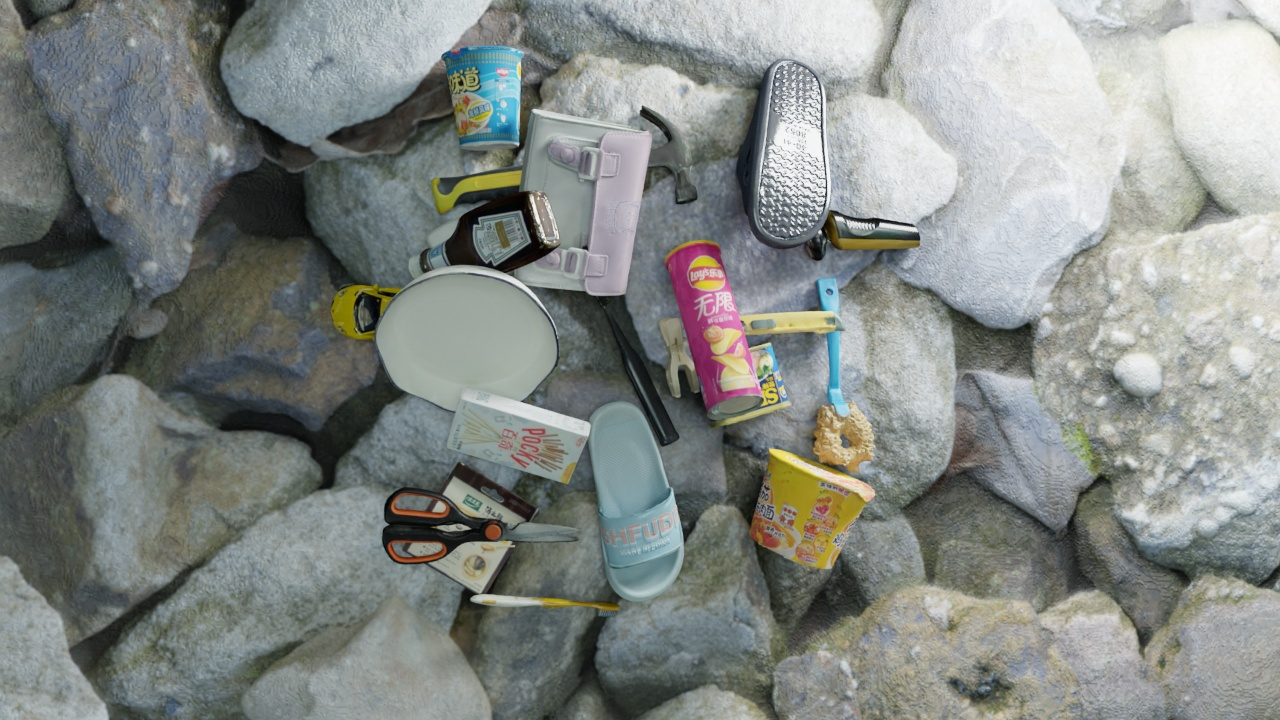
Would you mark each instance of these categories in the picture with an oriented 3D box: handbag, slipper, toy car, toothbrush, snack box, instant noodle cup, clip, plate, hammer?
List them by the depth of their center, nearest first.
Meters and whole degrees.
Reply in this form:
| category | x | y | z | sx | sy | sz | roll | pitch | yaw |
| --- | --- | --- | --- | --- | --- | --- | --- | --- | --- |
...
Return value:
| category | x | y | z | sx | sy | sz | roll | pitch | yaw |
| --- | --- | --- | --- | --- | --- | --- | --- | --- | --- |
| plate | -0.197 | -0.026 | 1.055 | 0.205 | 0.045 | 0.205 | -3 | 131 | -4 |
| handbag | -0.070 | -0.183 | 1.079 | 0.145 | 0.098 | 0.197 | 4 | 109 | -16 |
| toy car | -0.290 | -0.055 | 1.091 | 0.156 | 0.041 | 0.071 | 4 | 94 | -5 |
| instant noodle cup | -0.185 | -0.309 | 1.095 | 0.099 | 0.099 | 0.110 | -4 | 98 | -9 |
| snack box | -0.202 | 0.199 | 1.095 | 0.113 | 0.053 | 0.125 | 32 | 84 | -6 |
| snack box | -0.147 | 0.090 | 1.098 | 0.156 | 0.026 | 0.085 | 18 | 126 | -8 |
| toothbrush | -0.113 | 0.295 | 1.104 | 0.191 | 0.016 | 0.018 | 10 | 97 | -24 |
| slipper | -0.006 | 0.170 | 1.116 | 0.104 | 0.074 | 0.245 | -12 | 89 | -10 |
| instant noodle cup | 0.202 | 0.183 | 1.122 | 0.138 | 0.138 | 0.110 | 20 | 93 | -8 |
| hammer | -0.095 | -0.234 | 1.134 | 0.323 | 0.032 | 0.126 | -11 | 90 | -8 |
| toothbrush | -0.007 | 0.007 | 1.143 | 0.026 | 0.027 | 0.212 | -28 | 94 | -46 |
| clip | 0.047 | -0.005 | 1.144 | 0.034 | 0.071 | 0.100 | -12 | 94 | -9 |
| slipper | 0.178 | -0.251 | 1.160 | 0.110 | 0.083 | 0.267 | 14 | 69 | -16 |

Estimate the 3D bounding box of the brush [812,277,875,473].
| category | x | y | z | sx | sy | sz | roll | pitch | yaw |
| --- | --- | --- | --- | --- | --- | --- | --- | --- | --- |
| brush | 0.252 | 0.018 | 1.177 | 0.083 | 0.046 | 0.254 | -4 | 84 | -8 |

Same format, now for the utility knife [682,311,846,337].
| category | x | y | z | sx | sy | sz | roll | pitch | yaw |
| --- | --- | --- | --- | --- | --- | --- | --- | --- | --- |
| utility knife | 0.155 | -0.044 | 1.168 | 0.211 | 0.022 | 0.031 | -4 | 77 | 5 |

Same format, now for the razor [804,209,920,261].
| category | x | y | z | sx | sy | sz | roll | pitch | yaw |
| --- | --- | --- | --- | --- | --- | --- | --- | --- | --- |
| razor | 0.284 | -0.159 | 1.184 | 0.167 | 0.062 | 0.068 | 0 | 119 | -14 |

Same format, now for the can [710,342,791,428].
| category | x | y | z | sx | sy | sz | roll | pitch | yaw |
| --- | --- | --- | --- | --- | --- | --- | --- | --- | --- |
| can | 0.127 | 0.031 | 1.149 | 0.102 | 0.057 | 0.083 | -16 | 89 | -9 |

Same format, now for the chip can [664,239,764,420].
| category | x | y | z | sx | sy | sz | roll | pitch | yaw |
| --- | --- | --- | --- | --- | --- | --- | --- | --- | --- |
| chip can | 0.087 | -0.038 | 1.096 | 0.071 | 0.071 | 0.210 | -10 | 66 | -9 |

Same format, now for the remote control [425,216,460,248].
| category | x | y | z | sx | sy | sz | roll | pitch | yaw |
| --- | --- | --- | --- | --- | --- | --- | --- | --- | --- |
| remote control | -0.202 | -0.100 | 1.117 | 0.058 | 0.021 | 0.150 | -28 | 94 | -2 |

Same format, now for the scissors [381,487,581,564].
| category | x | y | z | sx | sy | sz | roll | pitch | yaw |
| --- | --- | --- | --- | --- | --- | --- | --- | --- | --- |
| scissors | -0.186 | 0.210 | 1.068 | 0.235 | 0.021 | 0.142 | 26 | 97 | -10 |

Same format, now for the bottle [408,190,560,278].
| category | x | y | z | sx | sy | sz | roll | pitch | yaw |
| --- | --- | --- | --- | --- | --- | --- | --- | --- | --- |
| bottle | -0.184 | -0.132 | 1.047 | 0.195 | 0.043 | 0.080 | -16 | 93 | 30 |
